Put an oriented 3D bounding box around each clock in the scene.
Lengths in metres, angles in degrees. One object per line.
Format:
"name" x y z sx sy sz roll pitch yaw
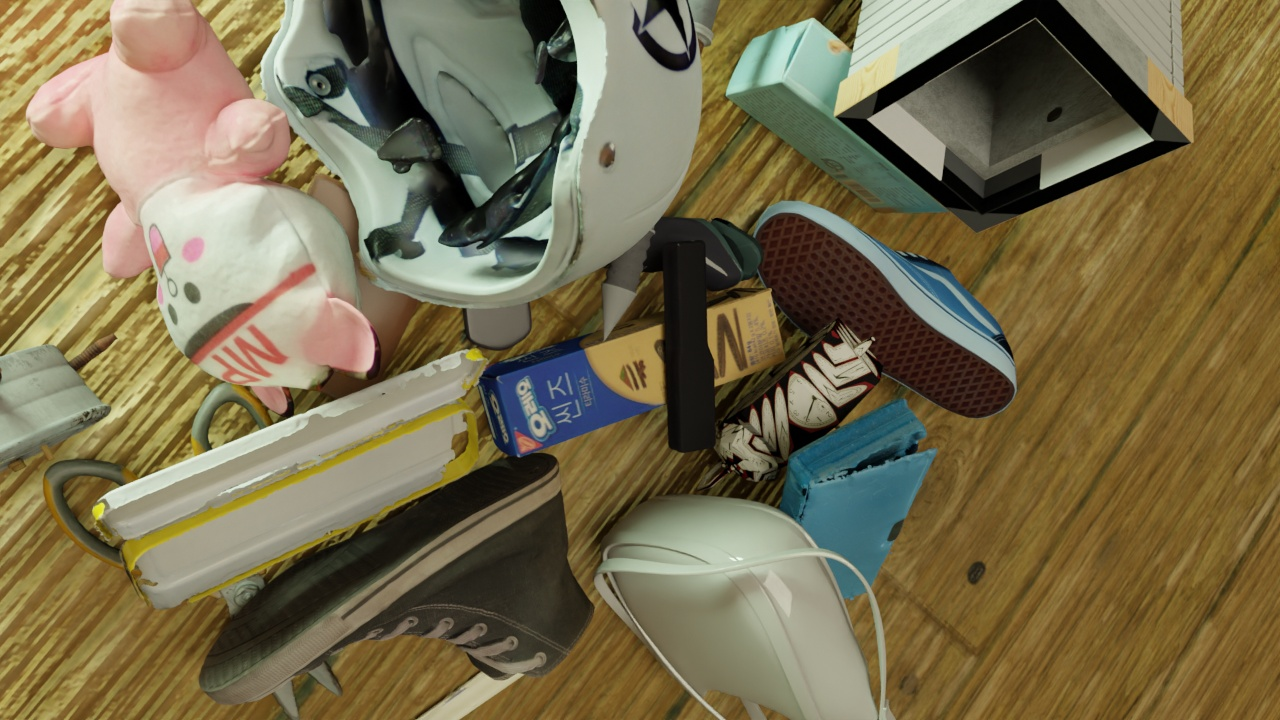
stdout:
"clock" -0.336 0.040 0.457 0.148 0.103 0.056 -24 99 11
"clock" 0.102 0.045 0.640 0.154 0.114 0.065 -42 88 -1

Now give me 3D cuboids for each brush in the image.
"brush" -0.134 0.241 0.622 0.217 0.012 0.033 -32 109 -19

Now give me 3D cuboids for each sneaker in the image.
"sneaker" -0.135 0.160 0.560 0.234 0.095 0.120 -28 109 -33
"sneaker" 0.185 -0.052 0.705 0.241 0.084 0.098 33 40 -14

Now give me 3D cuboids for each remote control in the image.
"remote control" 0.033 -0.008 0.593 0.032 0.015 0.136 -8 103 -24
"remote control" -0.096 -0.068 0.592 0.046 0.009 0.124 -10 102 -23

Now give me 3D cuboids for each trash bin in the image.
"trash bin" 0.246 -0.242 0.600 0.142 0.143 0.246 30 60 -25

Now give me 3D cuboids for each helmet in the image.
"helmet" -0.071 -0.169 0.483 0.163 0.237 0.264 -29 96 -45

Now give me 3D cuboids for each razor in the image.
"razor" 0.014 -0.075 0.626 0.142 0.047 0.052 0 73 -22

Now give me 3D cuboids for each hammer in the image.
"hammer" 0.023 -0.170 0.581 0.156 0.043 0.322 17 89 -49

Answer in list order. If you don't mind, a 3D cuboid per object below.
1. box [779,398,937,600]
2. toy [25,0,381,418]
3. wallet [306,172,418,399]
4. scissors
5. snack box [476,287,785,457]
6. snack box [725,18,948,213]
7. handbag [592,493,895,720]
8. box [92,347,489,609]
"box" 0.136 0.119 0.632 0.093 0.048 0.232 -25 148 -16
"toy" -0.215 -0.072 0.476 0.213 0.142 0.084 61 32 -8
"wallet" -0.181 -0.040 0.555 0.087 0.013 0.121 26 90 -25
"scissors" -0.255 0.129 0.546 0.161 0.016 0.226 -15 106 -24
"snack box" -0.004 0.004 0.619 0.206 0.057 0.056 -19 104 -21
"snack box" 0.151 -0.168 0.655 0.174 0.075 0.053 28 86 -25
"handbag" 0.076 0.200 0.601 0.095 0.216 0.223 -35 107 -34
"box" -0.182 0.063 0.513 0.209 0.130 0.038 -24 63 -28
